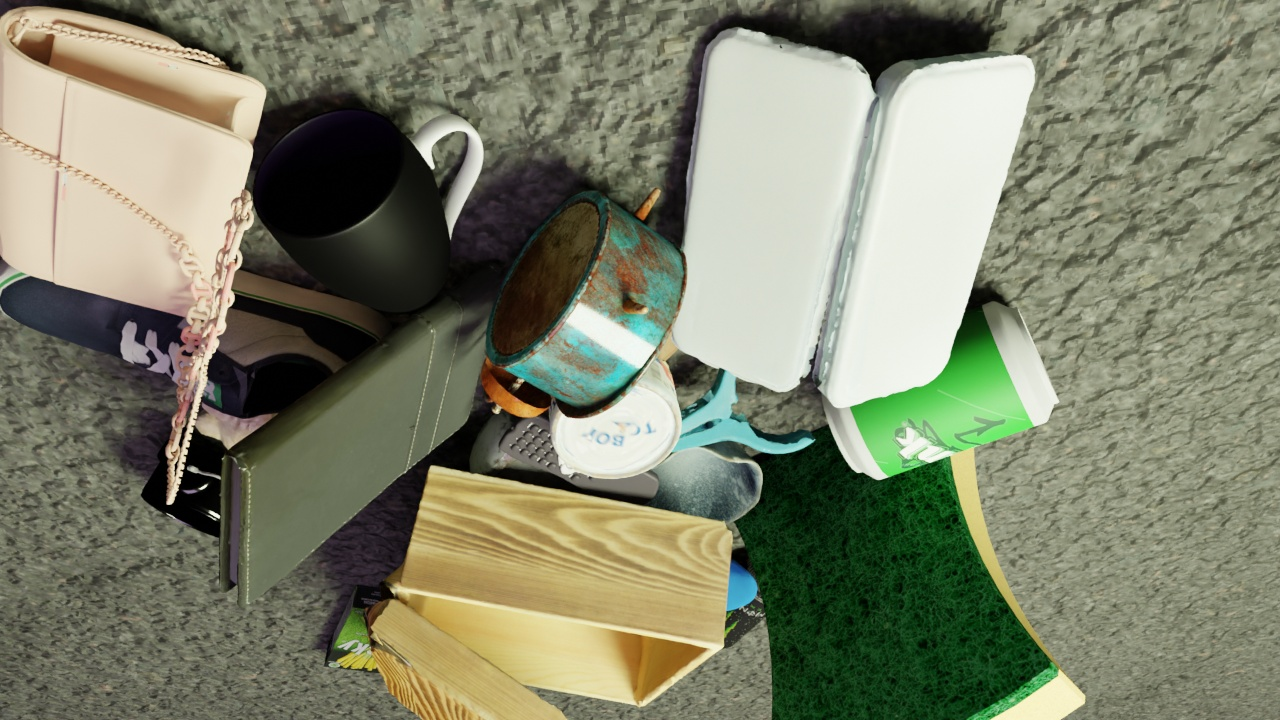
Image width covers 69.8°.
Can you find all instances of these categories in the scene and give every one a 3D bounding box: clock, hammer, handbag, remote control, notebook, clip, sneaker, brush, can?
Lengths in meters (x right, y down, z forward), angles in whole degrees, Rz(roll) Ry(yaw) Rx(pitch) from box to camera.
[{"bbox_3d":[-0.041,-0.023,0.543,0.073,0.121,0.158,32,135,-29],"label":"clock"},{"bbox_3d":[-0.004,0.004,0.635,0.098,0.052,0.329,24,129,-28],"label":"hammer"},{"bbox_3d":[-0.257,-0.056,0.434,0.116,0.187,0.199,13,141,-28],"label":"handbag"},{"bbox_3d":[-0.041,0.075,0.658,0.124,0.009,0.047,31,123,-25],"label":"remote control"},{"bbox_3d":[-0.169,0.046,0.567,0.029,0.208,0.170,39,137,11],"label":"notebook"},{"bbox_3d":[0.066,0.025,0.641,0.121,0.033,0.119,10,106,-2],"label":"clip"},{"bbox_3d":[-0.278,-0.010,0.570,0.235,0.079,0.084,12,138,-17],"label":"sneaker"},{"bbox_3d":[0.176,0.166,0.674,0.195,0.249,0.075,-29,133,22],"label":"brush"},{"bbox_3d":[-0.323,0.099,0.691,0.121,0.042,0.091,-9,139,43],"label":"clock"},{"bbox_3d":[0.100,0.237,0.905,0.054,0.053,0.138,13,137,-19],"label":"can"},{"bbox_3d":[0.204,0.022,0.633,0.140,0.087,0.088,-24,135,23],"label":"can"},{"bbox_3d":[-0.017,0.034,0.599,0.086,0.043,0.086,-4,128,-5],"label":"can"}]

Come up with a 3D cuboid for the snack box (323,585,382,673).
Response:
[{"bbox_3d":[-0.273,0.284,0.957,0.080,0.025,0.148,15,136,-20],"label":"snack box"}]

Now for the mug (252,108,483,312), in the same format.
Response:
[{"bbox_3d":[-0.134,-0.083,0.506,0.118,0.085,0.100,-36,152,-7],"label":"mug"}]

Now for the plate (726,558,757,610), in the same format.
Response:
[{"bbox_3d":[-0.005,0.184,0.835,0.224,0.024,0.225,8,150,5],"label":"plate"}]

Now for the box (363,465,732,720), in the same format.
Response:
[{"bbox_3d":[-0.096,0.243,0.724,0.258,0.220,0.280,14,151,-5],"label":"box"}]

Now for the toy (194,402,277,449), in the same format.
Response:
[{"bbox_3d":[-0.266,0.055,0.675,0.115,0.046,0.092,25,135,-19],"label":"toy"}]

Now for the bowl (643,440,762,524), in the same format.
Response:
[{"bbox_3d":[0.039,0.085,0.720,0.110,0.055,0.111,-1,138,-1],"label":"bowl"}]

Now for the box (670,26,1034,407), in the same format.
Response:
[{"bbox_3d":[0.109,-0.070,0.505,0.186,0.084,0.211,4,126,-4],"label":"box"}]
